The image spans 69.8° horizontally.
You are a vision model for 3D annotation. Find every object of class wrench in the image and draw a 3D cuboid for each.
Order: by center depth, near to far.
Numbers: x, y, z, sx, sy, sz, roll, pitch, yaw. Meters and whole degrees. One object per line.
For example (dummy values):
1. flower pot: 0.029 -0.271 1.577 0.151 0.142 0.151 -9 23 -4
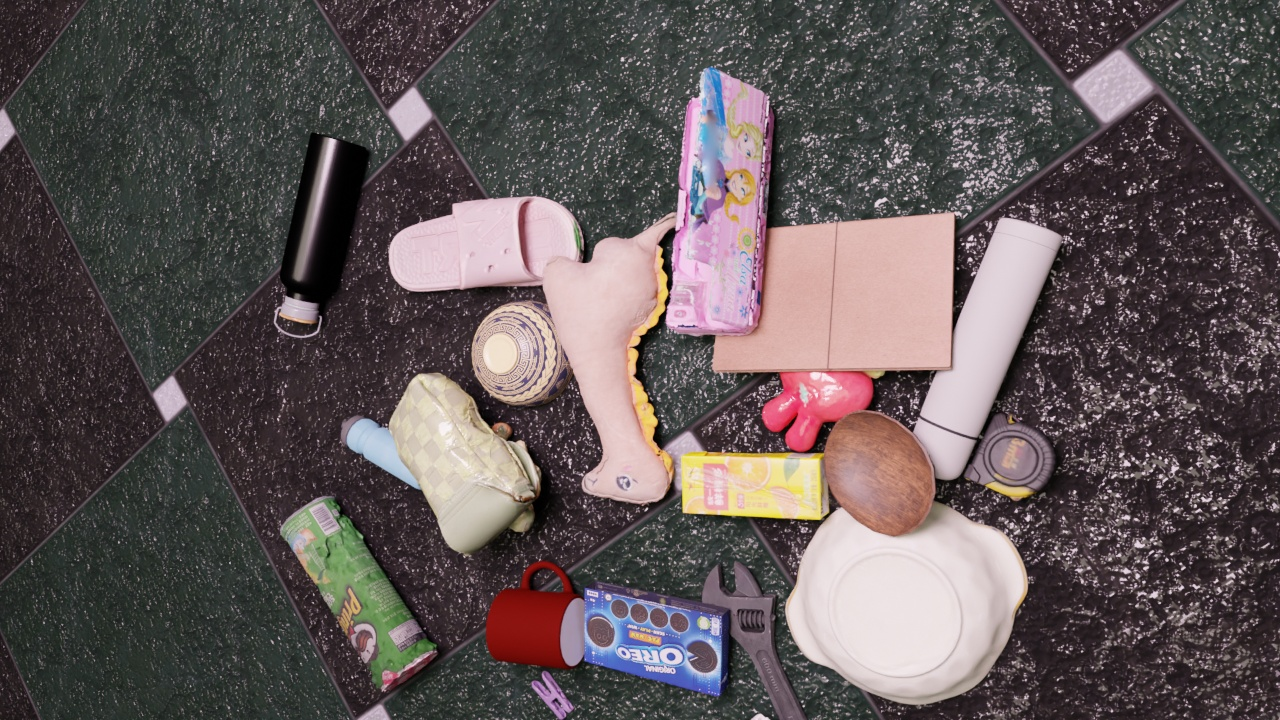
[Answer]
1. wrench: 0.134 0.319 0.868 0.073 0.018 0.273 -29 81 25

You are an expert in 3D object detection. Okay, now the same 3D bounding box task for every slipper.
1. slipper: -0.175 -0.121 0.967 0.240 0.064 0.094 -4 89 24

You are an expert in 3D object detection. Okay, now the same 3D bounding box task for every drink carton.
1. drink carton: 0.106 0.116 0.863 0.135 0.042 0.058 -1 91 23

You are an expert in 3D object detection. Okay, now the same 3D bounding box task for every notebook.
1. notebook: 0.170 -0.059 0.822 0.209 0.008 0.141 -1 72 26

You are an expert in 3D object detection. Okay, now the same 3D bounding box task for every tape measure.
1. tape measure: 0.319 0.083 0.777 0.063 0.038 0.067 26 95 29

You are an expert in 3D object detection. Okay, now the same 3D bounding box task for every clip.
1. clip: -0.094 0.355 0.966 0.053 0.013 0.036 35 104 16

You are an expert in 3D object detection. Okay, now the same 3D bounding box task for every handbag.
1. handbag: -0.171 0.098 0.941 0.113 0.116 0.186 -43 75 30

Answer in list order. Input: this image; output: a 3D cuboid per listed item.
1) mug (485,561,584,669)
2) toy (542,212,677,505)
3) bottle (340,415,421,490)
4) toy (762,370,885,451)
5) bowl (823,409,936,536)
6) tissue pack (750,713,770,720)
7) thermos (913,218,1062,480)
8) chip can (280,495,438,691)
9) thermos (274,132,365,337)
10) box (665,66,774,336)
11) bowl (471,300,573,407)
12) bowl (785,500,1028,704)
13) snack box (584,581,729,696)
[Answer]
1. mug: -0.100 0.259 0.943 0.083 0.073 0.105 -1 61 23
2. toy: -0.005 0.005 0.900 0.196 0.065 0.264 -23 86 17
3. bottle: -0.284 0.100 1.028 0.130 0.040 0.040 26 100 20
4. toy: 0.166 0.019 0.834 0.092 0.045 0.135 34 98 21
5. bowl: 0.211 0.095 0.791 0.114 0.026 0.102 38 123 41
6. tissue pack: 0.092 0.429 0.856 0.117 0.066 0.210 45 110 18
7. thermos: 0.288 -0.006 0.779 0.052 0.052 0.224 23 99 21
8. chip can: -0.318 0.256 1.026 0.075 0.075 0.223 -44 74 17
9. thermos: -0.371 -0.138 1.049 0.061 0.061 0.231 18 98 21
10. box: 0.064 -0.143 0.827 0.085 0.096 0.230 1 80 24
11. bowl: -0.130 -0.007 0.950 0.113 0.061 0.112 0 91 23
12. bowl: 0.226 0.215 0.805 0.220 0.060 0.188 -26 81 20
13. snack box: 0.014 0.271 0.902 0.150 0.027 0.082 4 99 27
